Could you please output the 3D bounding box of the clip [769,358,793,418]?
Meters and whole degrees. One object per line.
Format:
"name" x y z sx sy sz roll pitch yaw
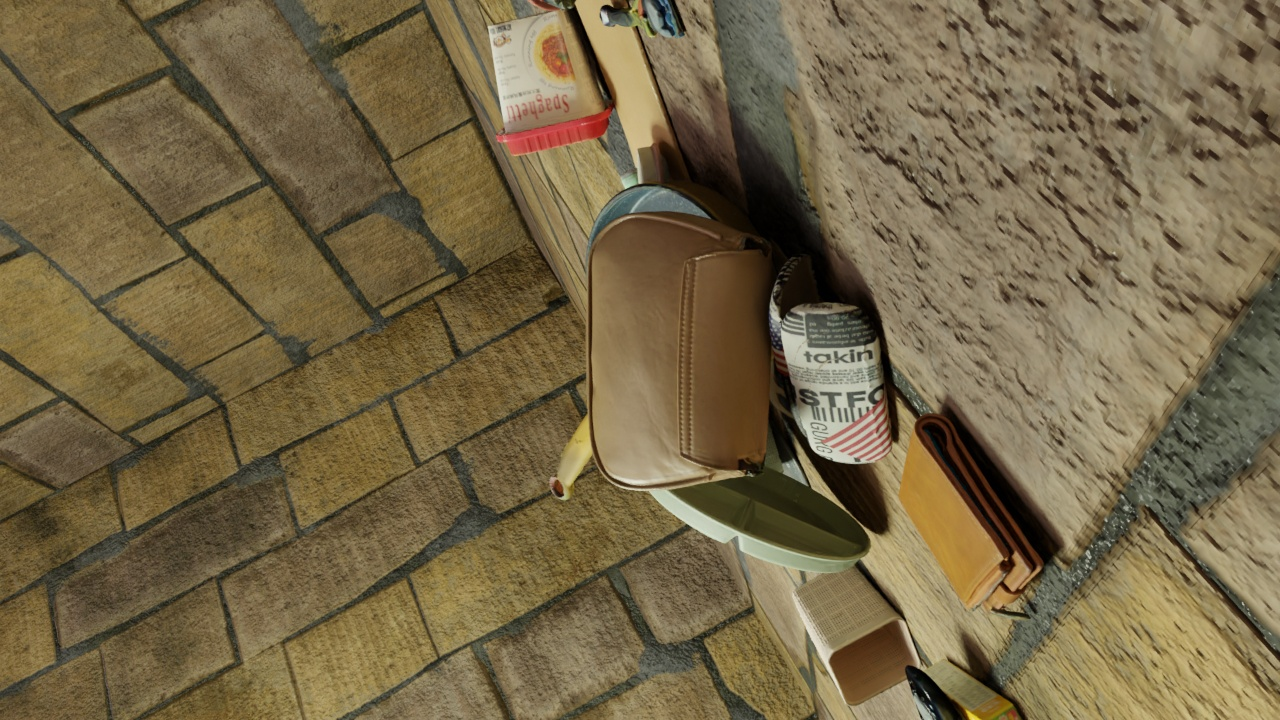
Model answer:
"clip" 0.106 0.021 0.880 0.035 0.098 0.099 -178 71 -84

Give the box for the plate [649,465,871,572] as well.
"plate" 0.104 0.136 0.866 0.230 0.027 0.230 21 -169 -4

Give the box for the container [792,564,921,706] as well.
"container" 0.226 0.287 0.983 0.090 0.090 0.111 64 177 -29

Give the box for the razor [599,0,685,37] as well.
"razor" -0.009 -0.259 0.686 0.043 0.022 0.143 66 169 -26

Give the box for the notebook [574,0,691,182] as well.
"notebook" -0.008 -0.247 0.841 0.149 0.012 0.212 52 169 53

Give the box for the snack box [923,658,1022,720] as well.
"snack box" 0.293 0.314 0.777 0.087 0.033 0.140 61 173 1

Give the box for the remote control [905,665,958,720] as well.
"remote control" 0.255 0.306 0.780 0.136 0.024 0.053 66 174 -32

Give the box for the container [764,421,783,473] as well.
"container" 0.092 0.082 1.025 0.090 0.090 0.111 -9 96 65

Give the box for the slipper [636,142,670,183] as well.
"slipper" 0.037 -0.070 0.873 0.114 0.054 0.275 -97 -1 -67

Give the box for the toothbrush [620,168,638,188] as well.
"toothbrush" 0.036 -0.106 1.006 0.026 0.027 0.224 -178 62 -86

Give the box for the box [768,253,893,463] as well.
"box" 0.135 0.000 0.644 0.162 0.075 0.085 63 -151 -45

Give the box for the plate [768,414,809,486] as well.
"plate" 0.152 0.110 1.099 0.179 0.024 0.179 61 175 9

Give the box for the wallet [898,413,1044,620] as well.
"wallet" 0.200 0.106 0.567 0.119 0.035 0.131 59 176 27

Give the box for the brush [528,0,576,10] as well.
"brush" -0.091 -0.358 0.753 0.069 0.063 0.146 37 159 39

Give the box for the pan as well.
"pan" -0.005 0.005 0.816 0.197 0.078 0.358 47 137 22

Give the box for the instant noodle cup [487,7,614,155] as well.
"instant noodle cup" -0.094 -0.283 0.921 0.116 0.116 0.124 -82 -19 -67

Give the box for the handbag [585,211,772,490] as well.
"handbag" 0.032 -0.006 0.676 0.148 0.099 0.204 7 99 40
